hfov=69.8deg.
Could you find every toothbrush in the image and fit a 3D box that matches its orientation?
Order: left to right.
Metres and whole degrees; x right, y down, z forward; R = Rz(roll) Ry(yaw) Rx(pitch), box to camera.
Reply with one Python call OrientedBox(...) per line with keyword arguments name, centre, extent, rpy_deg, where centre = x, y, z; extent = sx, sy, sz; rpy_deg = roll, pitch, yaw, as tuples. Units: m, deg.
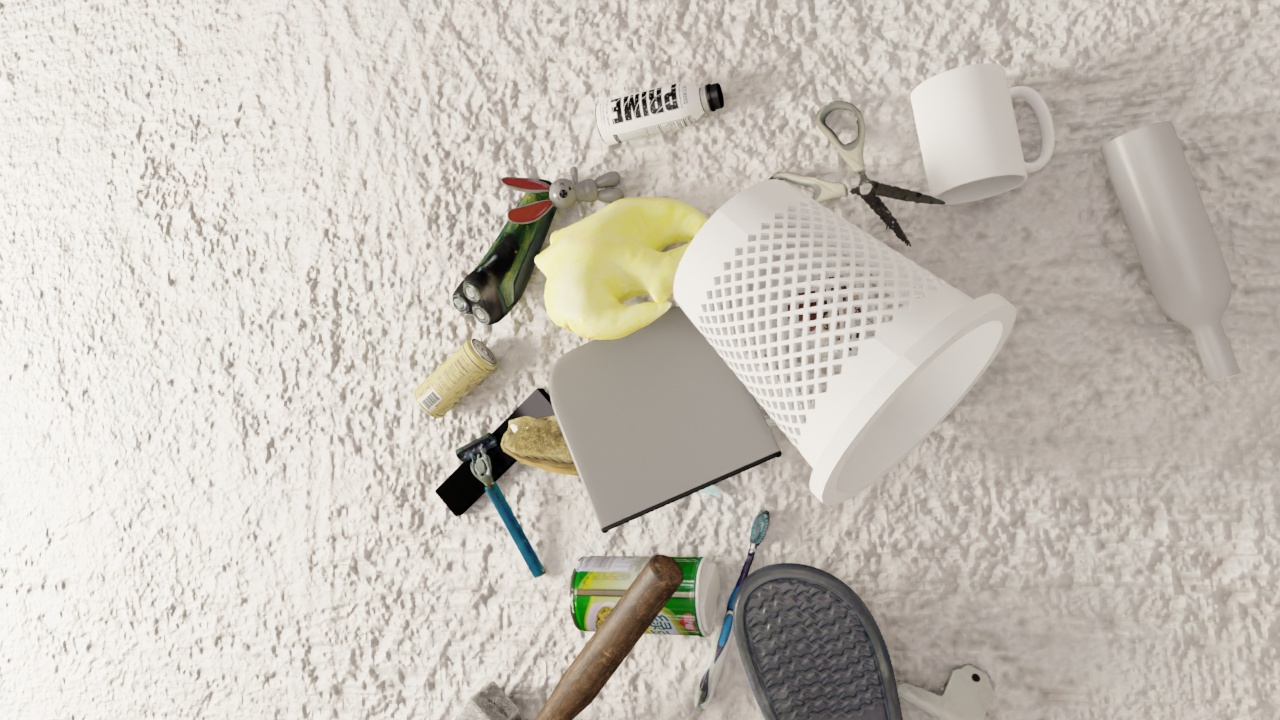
OrientedBox(name="toothbrush", centre=(0.080, 0.221, 0.806), extent=(0.016, 0.017, 0.189), rpy_deg=(19, 92, 17))

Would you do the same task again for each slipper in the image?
OrientedBox(name="slipper", centre=(0.159, 0.277, 0.753), extent=(0.111, 0.083, 0.268), rpy_deg=(-19, 99, 11))

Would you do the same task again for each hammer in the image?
OrientedBox(name="hammer", centre=(-0.020, 0.296, 0.772), extent=(0.217, 0.037, 0.301), rpy_deg=(41, 120, 16))

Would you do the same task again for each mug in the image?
OrientedBox(name="mug", centre=(0.282, -0.183, 0.742), extent=(0.110, 0.074, 0.090), rpy_deg=(-8, 84, -9))

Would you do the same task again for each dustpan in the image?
OrientedBox(name="dustpan", centre=(-0.005, 0.005, 0.816), extent=(0.163, 0.033, 0.257), rpy_deg=(-23, 70, -2))

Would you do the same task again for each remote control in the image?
OrientedBox(name="remote control", centre=(-0.136, 0.089, 0.886), extent=(0.150, 0.013, 0.034), rpy_deg=(-45, 79, 11))

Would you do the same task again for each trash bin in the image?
OrientedBox(name="trash bin", centre=(0.140, -0.028, 0.710), extent=(0.196, 0.195, 0.199), rpy_deg=(-49, 64, 9))

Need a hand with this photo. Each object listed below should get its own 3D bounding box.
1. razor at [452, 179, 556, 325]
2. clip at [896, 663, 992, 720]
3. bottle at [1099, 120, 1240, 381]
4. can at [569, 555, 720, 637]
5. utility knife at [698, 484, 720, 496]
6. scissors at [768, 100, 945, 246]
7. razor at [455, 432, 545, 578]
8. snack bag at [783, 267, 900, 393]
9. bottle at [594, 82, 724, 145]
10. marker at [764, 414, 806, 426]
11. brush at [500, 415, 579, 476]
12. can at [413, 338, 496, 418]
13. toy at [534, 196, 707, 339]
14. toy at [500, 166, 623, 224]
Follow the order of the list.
OrientedBox(name="razor", centre=(-0.123, -0.106, 0.868), extent=(0.054, 0.067, 0.151), rpy_deg=(28, 87, 14))
OrientedBox(name="clip", centre=(0.258, 0.279, 0.738), extent=(0.102, 0.057, 0.052), rpy_deg=(28, 119, 17))
OrientedBox(name="bottle", centre=(0.410, -0.081, 0.698), extent=(0.052, 0.052, 0.195), rpy_deg=(-18, 82, 16))
OrientedBox(name="can", centre=(0.005, 0.206, 0.805), extent=(0.121, 0.067, 0.067), rpy_deg=(-4, 86, 18))
OrientedBox(name="utility knife", centre=(-0.012, 0.100, 0.844), extent=(0.179, 0.015, 0.022), rpy_deg=(16, 92, 20))
OrientedBox(name="scissors", centre=(0.176, -0.156, 0.775), extent=(0.158, 0.012, 0.165), rpy_deg=(-10, 68, 36))
OrientedBox(name="razor", centre=(-0.128, 0.140, 0.867), extent=(0.042, 0.022, 0.144), rpy_deg=(-28, 87, 13))
OrientedBox(name="snack bag", centre=(0.197, -0.015, 0.784), extent=(0.158, 0.013, 0.057), rpy_deg=(41, 101, 16))
OrientedBox(name="bottle", centre=(0.019, -0.229, 0.840), extent=(0.116, 0.041, 0.041), rpy_deg=(-9, 84, 17))
OrientedBox(name="marker", centre=(0.134, 0.049, 0.802), extent=(0.152, 0.011, 0.011), rpy_deg=(-12, 83, 17))
OrientedBox(name="brush", centre=(-0.034, 0.072, 0.827), extent=(0.195, 0.043, 0.059), rpy_deg=(0, 64, 12))
OrientedBox(name="can", centre=(-0.179, 0.017, 0.891), extent=(0.079, 0.038, 0.038), rpy_deg=(-41, 76, 12))
OrientedBox(name="toy", centre=(-0.021, -0.088, 0.809), extent=(0.155, 0.065, 0.170), rpy_deg=(12, 55, 30))
OrientedBox(name="toy", centre=(-0.072, -0.155, 0.853), extent=(0.111, 0.030, 0.049), rpy_deg=(-9, 83, -12))
